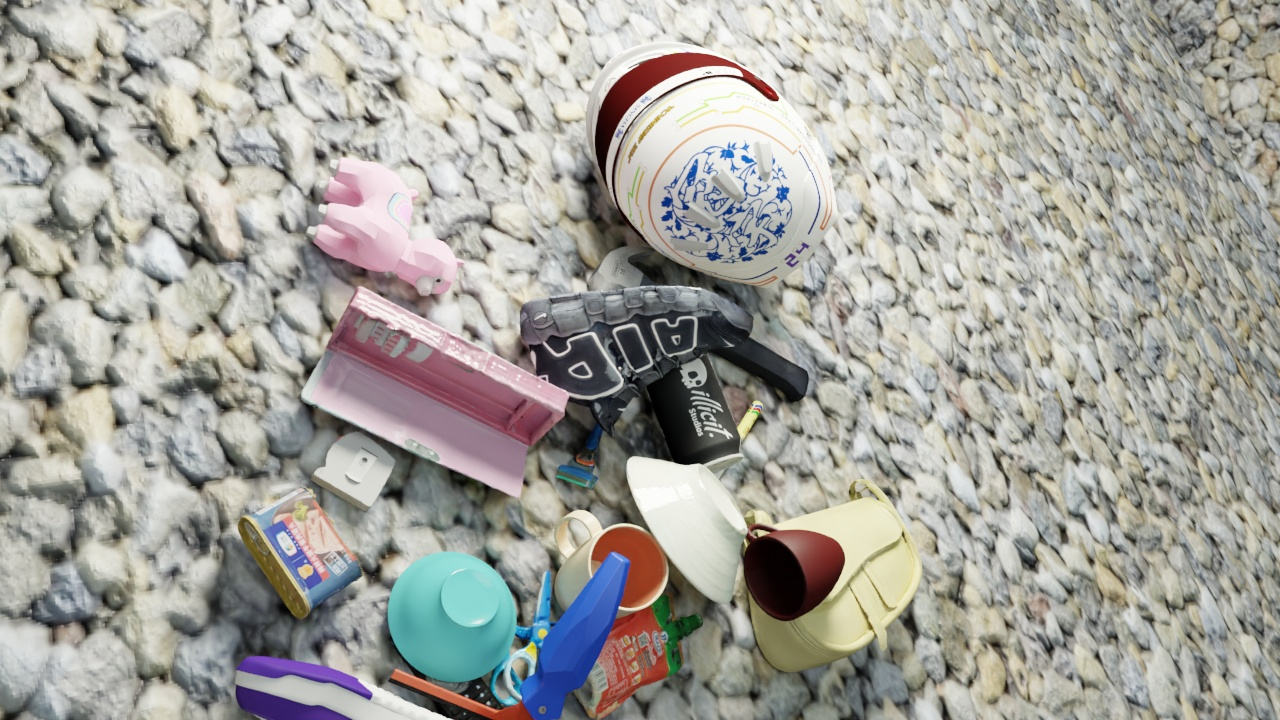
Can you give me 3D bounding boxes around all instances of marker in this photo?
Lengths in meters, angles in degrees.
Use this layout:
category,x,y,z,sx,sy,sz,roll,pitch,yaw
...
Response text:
category,x,y,z,sx,sy,sz,roll,pitch,yaw
marker,0.114,0.096,1.094,0.014,0.014,0.132,42,52,-6

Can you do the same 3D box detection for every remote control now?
category,x,y,z,sx,sy,sz,roll,pitch,yaw
remote control,-0.167,0.291,0.820,0.045,0.021,0.140,-32,80,-41

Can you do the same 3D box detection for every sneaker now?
category,x,y,z,sx,sy,sz,roll,pitch,yaw
sneaker,-0.006,0.006,0.970,0.253,0.097,0.150,-2,78,8
sneaker,-0.222,0.325,0.735,0.244,0.092,0.111,27,70,-8

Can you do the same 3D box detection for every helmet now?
category,x,y,z,sx,sy,sz,roll,pitch,yaw
helmet,0.081,-0.228,1.089,0.314,0.231,0.235,32,25,-23

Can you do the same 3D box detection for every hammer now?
category,x,y,z,sx,sy,sz,roll,pitch,yaw
hammer,0.077,-0.033,1.127,0.312,0.035,0.139,30,52,-16

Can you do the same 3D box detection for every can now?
category,x,y,z,sx,sy,sz,roll,pitch,yaw
can,0.057,0.055,1.037,0.080,0.080,0.146,-9,70,-34
can,-0.292,0.163,0.789,0.058,0.054,0.100,-33,86,-39

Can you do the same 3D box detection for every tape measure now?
category,x,y,z,sx,sy,sz,roll,pitch,yaw
tape measure,-0.266,0.101,0.857,0.060,0.020,0.062,34,53,-12

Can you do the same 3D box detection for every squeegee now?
category,x,y,z,sx,sy,sz,roll,pitch,yaw
squeegee,-0.061,0.252,0.800,0.249,0.055,0.185,29,89,-17

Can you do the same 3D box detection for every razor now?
category,x,y,z,sx,sy,sz,roll,pitch,yaw
razor,-0.048,0.080,1.002,0.044,0.018,0.140,18,51,7

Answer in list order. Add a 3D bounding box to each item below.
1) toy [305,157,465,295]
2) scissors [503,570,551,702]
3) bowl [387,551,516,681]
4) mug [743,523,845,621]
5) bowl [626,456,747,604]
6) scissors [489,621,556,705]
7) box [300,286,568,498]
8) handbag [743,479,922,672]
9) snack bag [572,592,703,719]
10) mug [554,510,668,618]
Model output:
category,x,y,z,sx,sy,sz,roll,pitch,yaw
toy,-0.260,-0.136,0.956,0.157,0.067,0.123,20,56,-26
scissors,-0.094,0.260,0.866,0.061,0.023,0.126,16,55,-19
bowl,-0.161,0.221,0.826,0.121,0.046,0.121,17,50,-22
mug,0.159,0.204,0.947,0.088,0.087,0.114,-11,37,-38
bowl,0.061,0.157,0.940,0.176,0.058,0.176,50,11,-15
scissors,-0.122,0.255,0.873,0.115,0.015,0.130,-15,70,-32
box,-0.197,0.042,0.884,0.232,0.099,0.112,29,50,-18
handbag,0.224,0.238,1.043,0.232,0.089,0.190,-10,68,-34
snack bag,0.002,0.286,0.907,0.154,0.044,0.087,-18,101,-35
mug,-0.043,0.198,0.889,0.085,0.105,0.111,-29,82,-38
